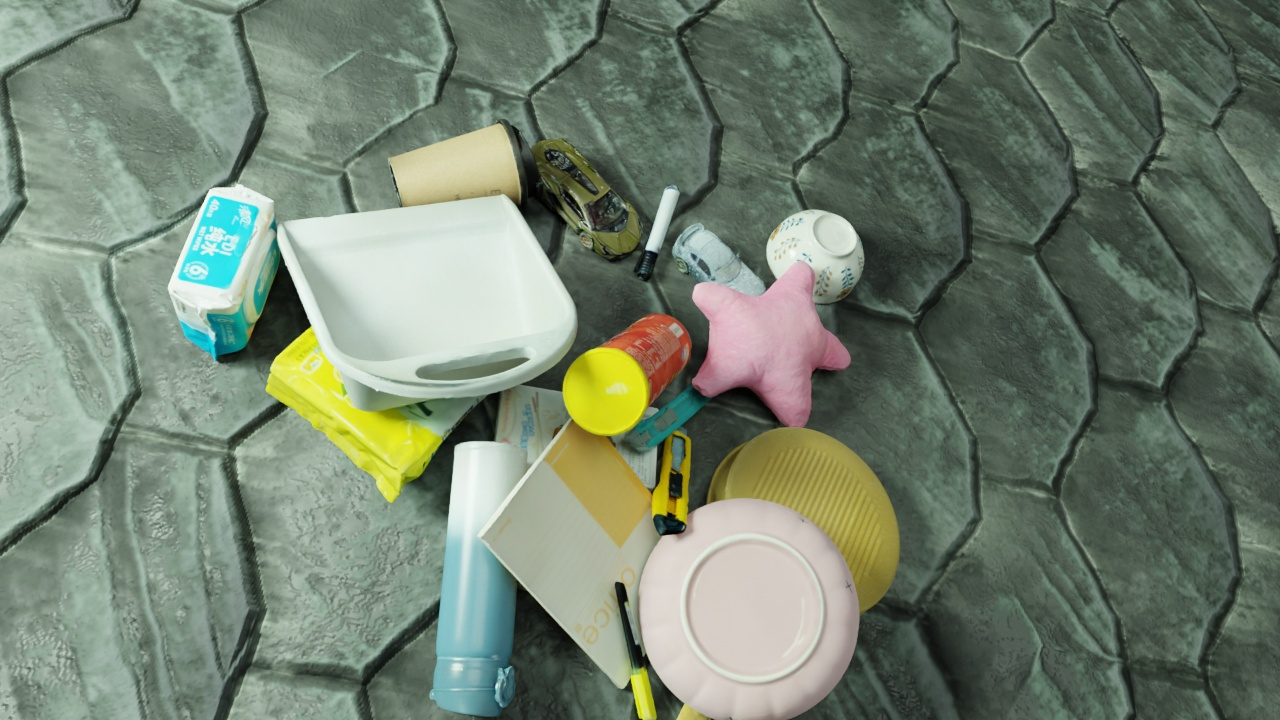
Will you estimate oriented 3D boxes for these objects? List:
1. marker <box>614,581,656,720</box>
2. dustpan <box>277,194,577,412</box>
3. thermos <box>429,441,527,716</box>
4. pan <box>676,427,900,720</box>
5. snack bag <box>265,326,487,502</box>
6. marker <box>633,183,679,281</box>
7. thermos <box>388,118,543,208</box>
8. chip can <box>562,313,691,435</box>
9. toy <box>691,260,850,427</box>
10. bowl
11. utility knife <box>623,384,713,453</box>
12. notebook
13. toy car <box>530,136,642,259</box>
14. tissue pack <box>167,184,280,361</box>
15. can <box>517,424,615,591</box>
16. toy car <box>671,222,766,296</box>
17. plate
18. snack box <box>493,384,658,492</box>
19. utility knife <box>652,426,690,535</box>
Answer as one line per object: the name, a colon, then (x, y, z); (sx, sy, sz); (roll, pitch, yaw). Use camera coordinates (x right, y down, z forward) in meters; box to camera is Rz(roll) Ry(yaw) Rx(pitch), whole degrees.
marker: (-0.006, 0.249, 0.787); (0.015, 0.018, 0.124); (-12, 93, 12)
dustpan: (-0.170, -0.062, 0.768); (0.222, 0.143, 0.257); (-12, 69, -23)
thermos: (-0.132, 0.180, 0.767); (0.070, 0.070, 0.220); (6, 71, -14)
pan: (0.115, 0.217, 0.849); (0.197, 0.078, 0.356); (37, 53, 0)
snack bag: (-0.206, -0.007, 0.849); (0.158, 0.068, 0.245); (37, 60, 4)
marker: (0.019, -0.144, 1.014); (0.022, 0.018, 0.130); (30, 58, -23)
thermos: (-0.180, -0.191, 0.941); (0.143, 0.093, 0.093); (-16, 70, -16)
chip can: (-0.005, 0.005, 0.830); (0.073, 0.073, 0.216); (38, 18, 3)
toy: (0.131, -0.007, 0.947); (0.194, 0.075, 0.178); (-17, 85, -28)
bowl: (0.206, -0.127, 1.039); (0.113, 0.062, 0.113); (6, 62, -13)
utility knife: (0.037, 0.048, 0.906); (0.159, 0.013, 0.029); (-36, 95, -45)
notebook: (-0.034, 0.162, 0.788); (0.145, 0.010, 0.206); (-52, 120, -31)
toy car: (-0.060, -0.177, 0.995); (0.158, 0.042, 0.070); (45, 61, 5)
tissue pack: (-0.367, -0.079, 0.822); (0.063, 0.090, 0.139); (13, 61, -10)
can: (-0.066, 0.133, 0.809); (0.058, 0.058, 0.147); (16, 76, -9)
toy car: (0.089, -0.097, 1.004); (0.120, 0.037, 0.054); (46, 60, 5)
plate: (0.093, 0.211, 0.783); (0.192, 0.039, 0.192); (0, 73, 1)
snack box: (-0.061, 0.076, 0.876); (0.156, 0.027, 0.084); (10, 63, -12)
utility knife: (0.030, 0.103, 0.851); (0.033, 0.015, 0.173); (18, 30, -5)
